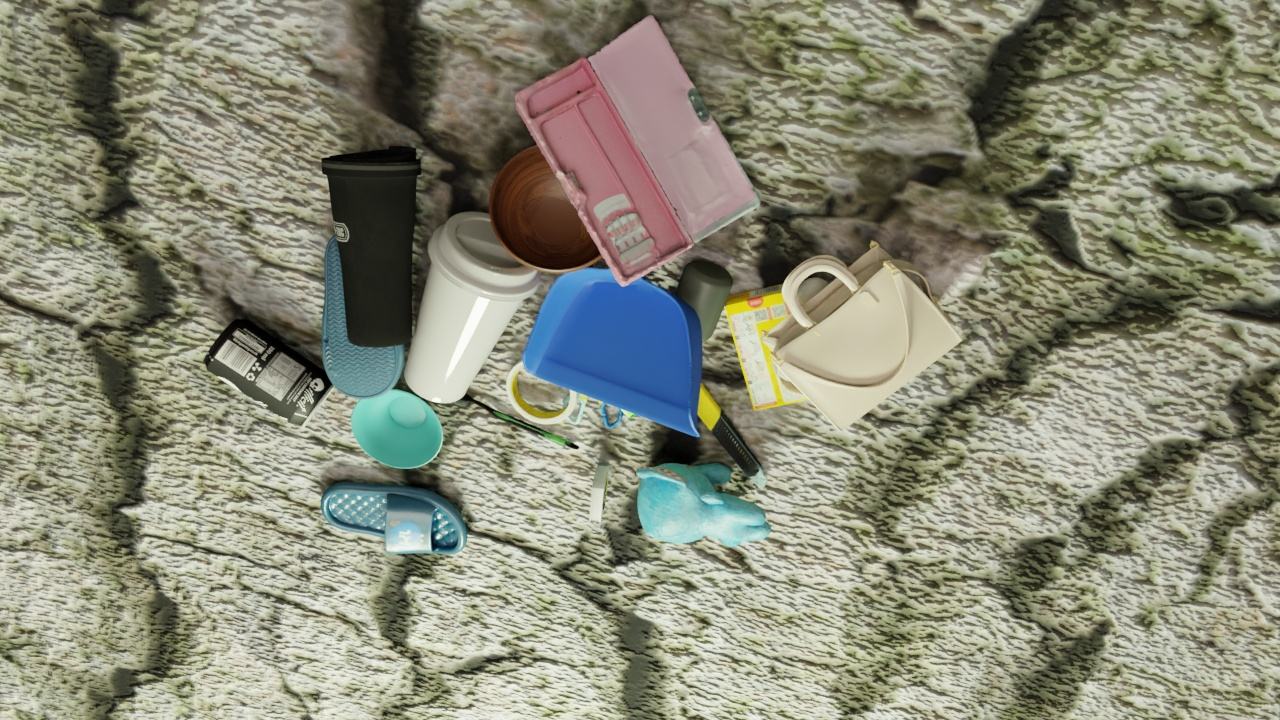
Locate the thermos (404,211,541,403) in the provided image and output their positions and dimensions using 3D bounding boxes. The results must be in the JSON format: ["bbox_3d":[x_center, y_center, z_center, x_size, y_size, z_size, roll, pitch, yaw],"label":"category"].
[{"bbox_3d":[-0.210,-0.054,1.086,0.131,0.131,0.222,26,126,-7],"label":"thermos"}]

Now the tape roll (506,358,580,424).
[{"bbox_3d":[-0.124,0.036,1.170,0.094,0.019,0.094,6,116,12],"label":"tape roll"}]

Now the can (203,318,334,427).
[{"bbox_3d":[-0.472,0.016,1.172,0.146,0.080,0.080,36,116,-13],"label":"can"}]

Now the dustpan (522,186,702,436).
[{"bbox_3d":[-0.011,-0.072,1.053,0.246,0.059,0.257,19,95,29],"label":"dustpan"}]

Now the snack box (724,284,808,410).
[{"bbox_3d":[0.156,-0.014,1.113,0.075,0.025,0.152,-13,117,13],"label":"snack box"}]

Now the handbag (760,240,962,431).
[{"bbox_3d":[0.227,-0.041,1.023,0.195,0.101,0.198,-40,124,16],"label":"handbag"}]

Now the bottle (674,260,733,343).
[{"bbox_3d":[0.065,-0.060,1.079,0.060,0.060,0.109,18,119,-3],"label":"bottle"}]

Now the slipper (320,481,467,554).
[{"bbox_3d":[-0.346,0.222,1.284,0.214,0.059,0.104,13,117,1],"label":"slipper"}]

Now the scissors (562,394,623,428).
[{"bbox_3d":[-0.070,0.032,1.175,0.097,0.020,0.133,-9,116,9],"label":"scissors"}]

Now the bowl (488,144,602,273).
[{"bbox_3d":[-0.093,-0.162,1.027,0.147,0.069,0.147,1,81,-4],"label":"bowl"}]

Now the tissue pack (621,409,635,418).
[{"bbox_3d":[-0.007,0.007,1.134,0.100,0.034,0.114,-34,108,16],"label":"tissue pack"}]

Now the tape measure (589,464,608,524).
[{"bbox_3d":[-0.055,0.177,1.220,0.017,0.064,0.064,7,117,3],"label":"tape measure"}]

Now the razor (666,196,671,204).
[{"bbox_3d":[0.039,-0.192,1.034,0.044,0.018,0.141,21,119,-6],"label":"razor"}]

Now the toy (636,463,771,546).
[{"bbox_3d":[0.081,0.182,1.185,0.181,0.114,0.183,3,143,25],"label":"toy"}]

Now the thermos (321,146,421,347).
[{"bbox_3d":[-0.299,-0.129,1.036,0.106,0.105,0.219,3,106,5],"label":"thermos"}]

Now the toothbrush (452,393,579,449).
[{"bbox_3d":[-0.168,0.081,1.211,0.188,0.014,0.017,24,131,-7],"label":"toothbrush"}]

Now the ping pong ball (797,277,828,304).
[{"bbox_3d":[0.202,-0.076,1.065,0.040,0.040,0.040,3,119,5],"label":"ping pong ball"}]

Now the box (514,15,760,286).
[{"bbox_3d":[-0.004,-0.218,0.972,0.180,0.050,0.233,-29,92,3],"label":"box"}]

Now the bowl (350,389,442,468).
[{"bbox_3d":[-0.313,0.079,1.207,0.121,0.046,0.121,3,119,5],"label":"bowl"}]

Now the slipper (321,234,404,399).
[{"bbox_3d":[-0.337,-0.056,1.129,0.104,0.059,0.214,3,103,8],"label":"slipper"}]

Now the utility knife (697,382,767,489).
[{"bbox_3d":[0.113,0.099,1.183,0.029,0.020,0.186,-29,110,21],"label":"utility knife"}]
